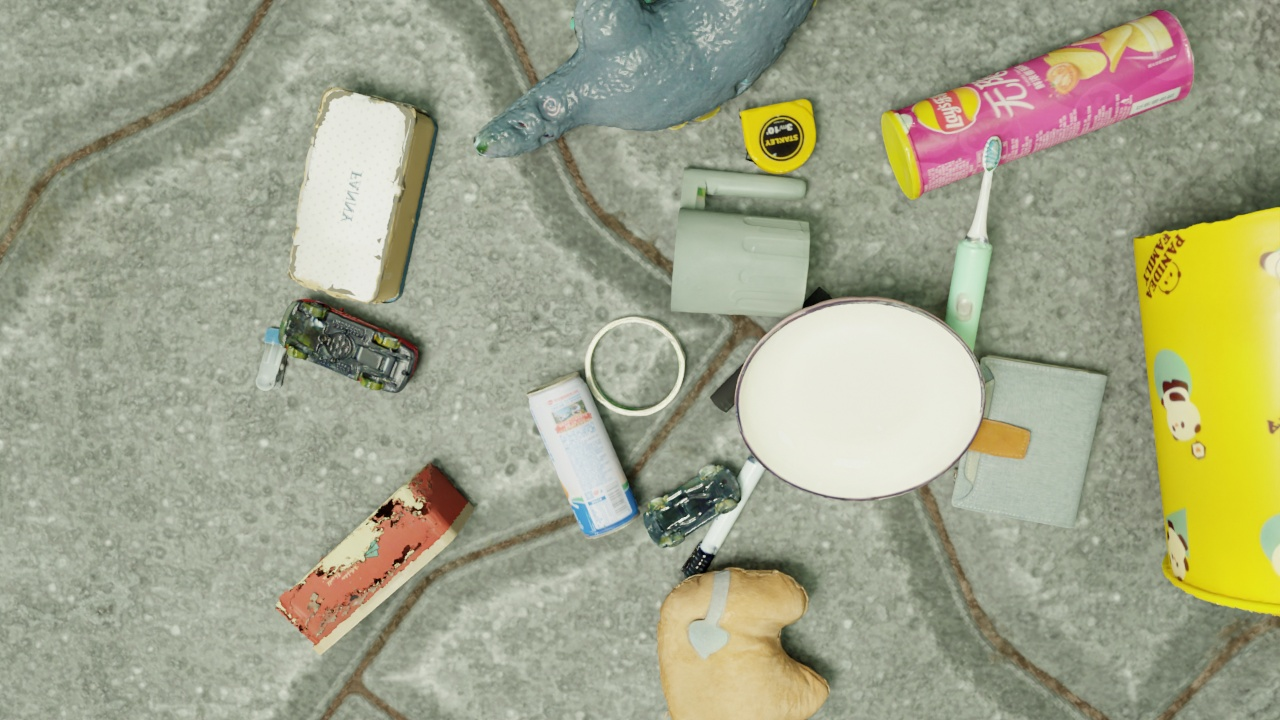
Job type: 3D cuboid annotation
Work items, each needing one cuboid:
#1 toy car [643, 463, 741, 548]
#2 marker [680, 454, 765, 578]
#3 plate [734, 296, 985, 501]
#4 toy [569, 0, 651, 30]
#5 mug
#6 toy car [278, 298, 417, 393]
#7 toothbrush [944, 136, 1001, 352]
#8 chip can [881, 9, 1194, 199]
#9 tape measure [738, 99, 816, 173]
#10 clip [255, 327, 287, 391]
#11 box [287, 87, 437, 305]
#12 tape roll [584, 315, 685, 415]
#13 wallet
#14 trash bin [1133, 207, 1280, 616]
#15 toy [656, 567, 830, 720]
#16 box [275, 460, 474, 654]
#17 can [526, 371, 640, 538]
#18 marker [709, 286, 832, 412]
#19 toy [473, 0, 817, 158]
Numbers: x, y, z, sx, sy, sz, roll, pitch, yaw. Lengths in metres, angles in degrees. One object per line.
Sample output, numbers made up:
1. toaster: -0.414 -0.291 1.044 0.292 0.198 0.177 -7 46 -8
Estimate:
1. toy car: 0.046 0.126 0.784 0.091 0.034 0.043 -36 62 11
2. marker: 0.072 0.136 0.795 0.022 0.018 0.131 29 100 11
3. plate: 0.173 0.028 0.735 0.192 0.039 0.193 4 123 7
4. toy: -0.011 -0.311 0.735 0.096 0.030 0.092 -3 100 1
5. mug: 0.080 -0.095 0.737 0.103 0.084 0.123 6 74 4
6. toy car: -0.251 -0.013 0.794 0.120 0.045 0.053 24 97 -3
7. toothbrush: 0.255 -0.060 0.712 0.026 0.027 0.225 9 116 16
8. chip can: 0.296 -0.193 0.698 0.211 0.071 0.071 -20 95 8
9. tape measure: 0.112 -0.180 0.740 0.060 0.029 0.057 -10 96 7
10. clip: -0.326 0.000 0.819 0.024 0.029 0.057 12 89 2
11. box: -0.234 -0.129 0.771 0.090 0.059 0.184 18 101 4
12. tape roll: -0.005 0.005 0.786 0.086 0.014 0.086 1 98 6
13. wallet: 0.314 0.066 0.749 0.106 0.037 0.130 9 99 4
14. trash bin: 0.470 0.017 0.640 0.230 0.229 0.255 -11 91 7
15. toy: 0.088 0.285 0.783 0.143 0.082 0.226 -12 99 15
16. box: -0.234 0.164 0.794 0.168 0.091 0.077 -42 95 10
17. can: -0.049 0.080 0.781 0.053 0.053 0.134 -22 95 8
18. marker: 0.110 -0.008 0.768 0.132 0.020 0.022 -46 47 10
19. toy: 0.035 -0.244 0.689 0.357 0.137 0.091 -31 65 15
